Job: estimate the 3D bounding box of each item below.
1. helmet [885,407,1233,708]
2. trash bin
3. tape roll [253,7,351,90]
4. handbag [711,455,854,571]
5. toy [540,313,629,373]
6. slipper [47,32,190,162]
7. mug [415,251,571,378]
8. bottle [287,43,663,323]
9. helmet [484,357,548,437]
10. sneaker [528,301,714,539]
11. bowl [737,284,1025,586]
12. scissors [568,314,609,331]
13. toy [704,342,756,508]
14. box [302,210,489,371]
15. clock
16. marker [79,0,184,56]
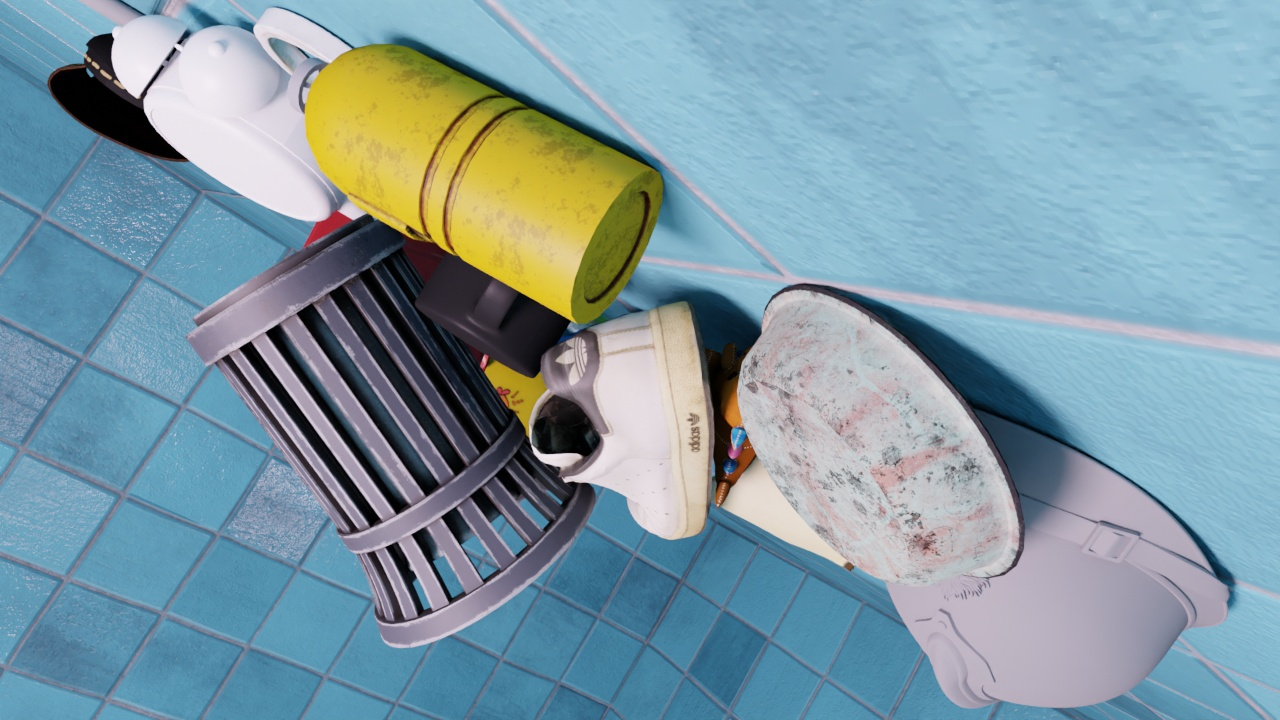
[{"bbox_3d":[0.196,0.130,0.498,0.183,0.117,0.271,23,167,44],"label":"helmet"},{"bbox_3d":[-0.158,0.037,0.581,0.227,0.164,0.164,59,165,-14],"label":"trash bin"},{"bbox_3d":[-0.160,-0.150,0.487,0.093,0.013,0.093,31,172,5],"label":"tape roll"},{"bbox_3d":[0.110,0.085,0.629,0.119,0.081,0.111,27,-178,11],"label":"handbag"},{"bbox_3d":[-0.004,0.004,0.661,0.113,0.071,0.176,29,-178,34],"label":"toy"},{"bbox_3d":[-0.374,-0.195,0.698,0.113,0.076,0.268,32,-179,-27],"label":"slipper"},{"bbox_3d":[-0.067,-0.047,0.496,0.078,0.088,0.114,32,172,-7],"label":"mug"},{"bbox_3d":[-0.079,-0.083,0.388,0.164,0.071,0.071,29,172,14],"label":"bottle"},{"bbox_3d":[-0.168,-0.004,0.929,0.240,0.140,0.209,34,-169,-15],"label":"helmet"},{"bbox_3d":[-0.014,0.053,0.558,0.102,0.088,0.242,-9,150,-5],"label":"sneaker"},{"bbox_3d":[0.094,0.043,0.411,0.157,0.038,0.158,50,164,20],"label":"bowl"},{"bbox_3d":[-0.001,-0.003,0.804,0.174,0.022,0.171,16,161,44],"label":"scissors"},{"bbox_3d":[0.057,0.040,0.526,0.070,0.103,0.090,16,-176,7],"label":"toy"},{"bbox_3d":[-0.194,-0.032,0.725,0.157,0.154,0.168,19,-149,-4],"label":"box"},{"bbox_3d":[-0.237,-0.153,0.579,0.125,0.072,0.161,17,162,27],"label":"clock"},{"bbox_3d":[-0.347,-0.233,0.659,0.140,0.016,0.016,31,172,2],"label":"marker"}]
